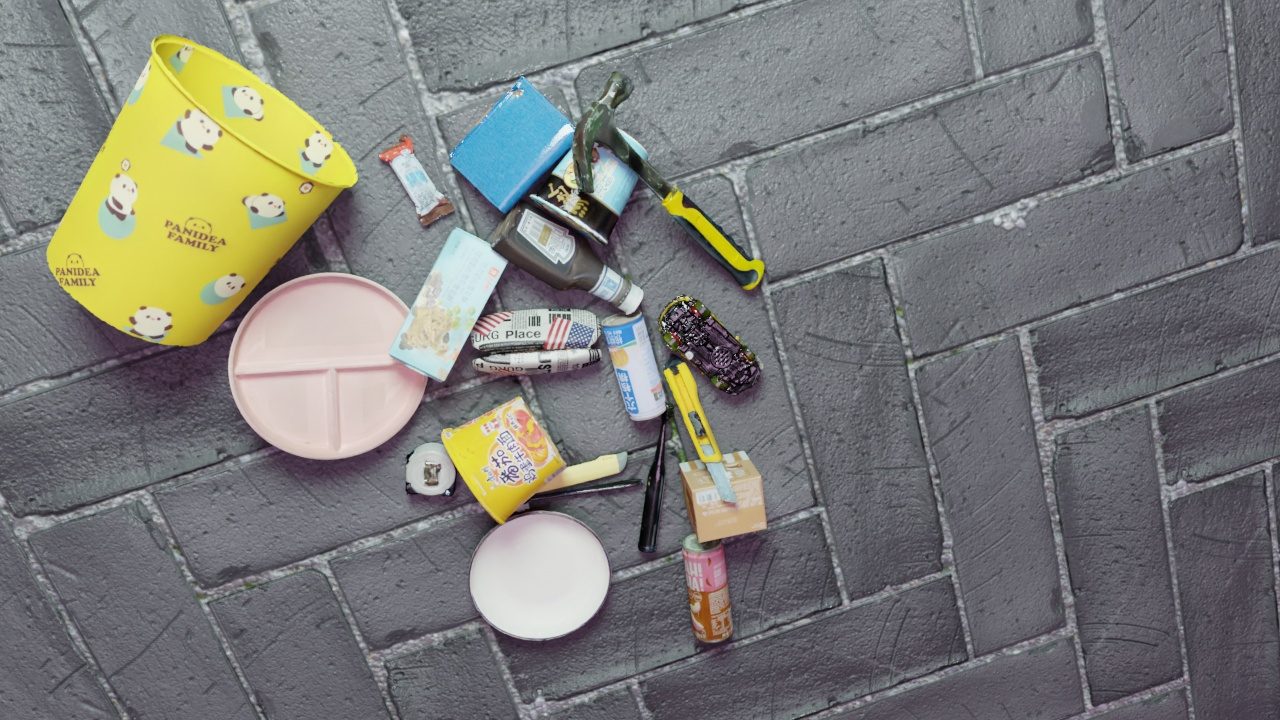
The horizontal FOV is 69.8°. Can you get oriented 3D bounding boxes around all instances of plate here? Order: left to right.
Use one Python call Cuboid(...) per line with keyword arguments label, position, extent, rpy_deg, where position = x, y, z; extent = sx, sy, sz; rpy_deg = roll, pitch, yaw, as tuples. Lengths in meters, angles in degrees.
Cuboid(label="plate", position=(-0.373, 0.007, 1.110), extent=(0.229, 0.028, 0.230), rpy_deg=(-6, 104, -23))
Cuboid(label="plate", position=(-0.136, 0.287, 1.246), extent=(0.192, 0.039, 0.192), rpy_deg=(-2, 106, -7))

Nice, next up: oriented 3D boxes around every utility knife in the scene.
Cuboid(label="utility knife", position=(-0.097, 0.153, 1.224), extent=(0.167, 0.018, 0.031), rpy_deg=(-14, 103, -5))
Cuboid(label="utility knife", position=(0.078, 0.087, 1.174), extent=(0.033, 0.015, 0.209), rpy_deg=(-25, 76, 8))

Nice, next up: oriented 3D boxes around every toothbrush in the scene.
Cuboid(label="toothbrush", position=(-0.085, 0.180, 1.235), extent=(0.181, 0.015, 0.018), rpy_deg=(-10, 113, -4))
Cuboid(label="toothbrush", position=(0.023, 0.158, 1.238), extent=(0.027, 0.026, 0.213), rpy_deg=(-5, 109, -43))

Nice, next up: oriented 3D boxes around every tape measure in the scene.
Cuboid(label="tape measure", position=(-0.271, 0.142, 1.189), extent=(0.065, 0.033, 0.066), rpy_deg=(2, 106, -10))

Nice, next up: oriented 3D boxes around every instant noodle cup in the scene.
Cuboid(label="instant noodle cup", position=(-0.166, 0.118, 1.150), extent=(0.109, 0.138, 0.138), rpy_deg=(-34, 108, -5))
Cuboid(label="instant noodle cup", position=(-0.054, -0.214, 1.082), extent=(0.111, 0.111, 0.120), rpy_deg=(31, 92, -15))

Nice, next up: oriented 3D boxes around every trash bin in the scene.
Cuboid(label="trash bin", position=(-0.474, -0.169, 0.982), extent=(0.229, 0.229, 0.256), rpy_deg=(38, 104, -16))

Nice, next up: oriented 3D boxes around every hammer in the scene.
Cuboid(label="hammer", position=(0.042, -0.182, 1.079), extent=(0.323, 0.032, 0.126), rpy_deg=(38, 80, -36))

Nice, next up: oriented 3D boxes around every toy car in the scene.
Cuboid(label="toy car", position=(0.089, -0.017, 1.186), extent=(0.156, 0.041, 0.071), rpy_deg=(41, 97, -15))

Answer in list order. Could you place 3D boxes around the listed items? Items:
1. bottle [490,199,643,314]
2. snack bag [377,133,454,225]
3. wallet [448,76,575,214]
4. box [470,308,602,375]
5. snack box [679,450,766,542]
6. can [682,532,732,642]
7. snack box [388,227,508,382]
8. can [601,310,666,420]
Cuboid(label="bottle", position=(-0.084, -0.119, 1.118), extent=(0.195, 0.079, 0.044), rpy_deg=(30, 144, -20))
Cuboid(label="snack bag", position=(-0.267, -0.214, 1.089), extent=(0.045, 0.026, 0.105), rpy_deg=(-33, 109, -7))
Cuboid(label="wallet", position=(-0.149, -0.251, 1.070), extent=(0.133, 0.040, 0.106), rpy_deg=(-46, 79, 4))
Cuboid(label="box", position=(-0.130, -0.029, 1.151), extent=(0.162, 0.076, 0.088), rpy_deg=(-2, 83, -4))
Cuboid(label="snack box", position=(0.109, 0.179, 1.218), extent=(0.092, 0.094, 0.077), rpy_deg=(-11, 107, -5))
Cuboid(label="can", position=(0.094, 0.316, 1.276), extent=(0.058, 0.058, 0.147), rpy_deg=(-9, 107, -5))
Cuboid(label="snack box", position=(-0.231, -0.067, 1.108), extent=(0.074, 0.051, 0.175), rpy_deg=(28, 90, -15))
Cuboid(label="can", position=(-0.007, 0.007, 1.174), extent=(0.053, 0.053, 0.135), rpy_deg=(-16, 108, -3))
